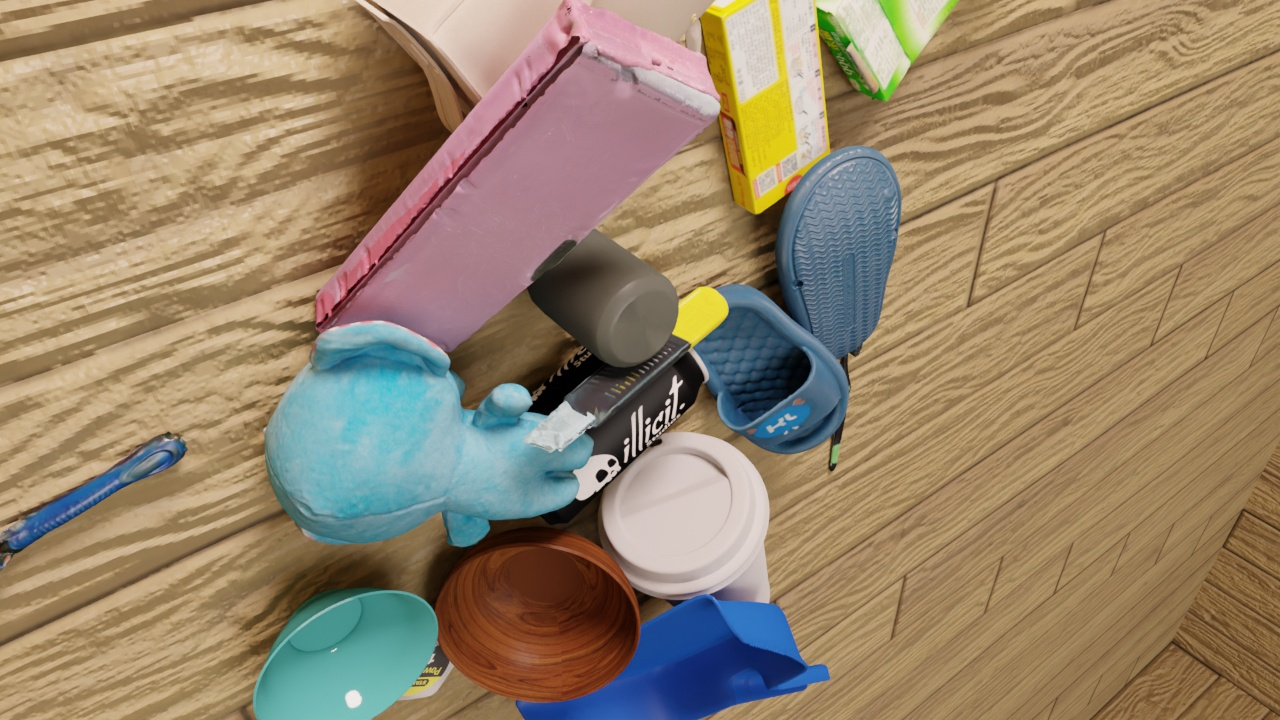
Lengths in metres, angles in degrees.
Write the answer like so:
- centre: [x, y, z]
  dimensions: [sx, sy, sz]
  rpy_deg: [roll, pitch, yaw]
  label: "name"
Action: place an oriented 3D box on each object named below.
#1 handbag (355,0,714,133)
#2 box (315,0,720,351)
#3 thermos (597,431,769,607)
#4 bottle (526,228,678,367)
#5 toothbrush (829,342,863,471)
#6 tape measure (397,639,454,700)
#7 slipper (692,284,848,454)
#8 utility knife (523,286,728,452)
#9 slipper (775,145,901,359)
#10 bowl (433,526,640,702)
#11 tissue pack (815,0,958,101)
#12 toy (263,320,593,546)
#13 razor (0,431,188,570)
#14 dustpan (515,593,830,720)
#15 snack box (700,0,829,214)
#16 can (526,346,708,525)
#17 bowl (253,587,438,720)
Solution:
- centre: [-0.022, -0.180, 0.471]
  dimensions: [0.194, 0.101, 0.198]
  rpy_deg: [-49, 152, -2]
  label: "handbag"
- centre: [-0.069, -0.072, 0.449]
  dimensions: [0.098, 0.041, 0.234]
  rpy_deg: [5, 149, -47]
  label: "box"
- centre: [0.052, 0.159, 0.763]
  dimensions: [0.131, 0.131, 0.222]
  rpy_deg: [-42, 146, -11]
  label: "thermos"
- centre: [-0.030, -0.044, 0.539]
  dimensions: [0.060, 0.108, 0.060]
  rpy_deg: [-23, 132, -29]
  label: "bottle"
- centre: [0.196, 0.042, 0.881]
  dimensions: [0.014, 0.017, 0.188]
  rpy_deg: [-28, 136, -27]
  label: "toothbrush"
- centre: [-0.166, 0.223, 0.683]
  dimensions: [0.064, 0.017, 0.065]
  rpy_deg: [19, 105, -48]
  label: "tape measure"
- centre: [0.102, 0.016, 0.721]
  dimensions: [0.104, 0.059, 0.214]
  rpy_deg: [-28, 135, 15]
  label: "slipper"
- centre: [-0.003, 0.003, 0.547]
  dimensions: [0.197, 0.029, 0.020]
  rpy_deg: [-38, 169, -46]
  label: "utility knife"
- centre: [0.146, -0.075, 0.717]
  dimensions: [0.103, 0.059, 0.214]
  rpy_deg: [-28, 141, -12]
  label: "slipper"
- centre: [-0.073, 0.174, 0.679]
  dimensions: [0.147, 0.068, 0.147]
  rpy_deg: [1, 117, 1]
  label: "bowl"
- centre: [0.166, -0.244, 0.627]
  dimensions: [0.099, 0.034, 0.114]
  rpy_deg: [-55, 139, 1]
  label: "tissue pack"
- centre: [-0.119, 0.044, 0.527]
  dimensions: [0.180, 0.114, 0.184]
  rpy_deg: [4, 130, -21]
  label: "toy"
- centre: [-0.295, 0.081, 0.461]
  dimensions: [0.140, 0.018, 0.044]
  rpy_deg: [-37, 137, -21]
  label: "razor"
- centre: [0.069, 0.261, 0.780]
  dimensions: [0.257, 0.059, 0.246]
  rpy_deg: [9, 142, -43]
  label: "dustpan"
- centre: [0.086, -0.178, 0.611]
  dimensions: [0.075, 0.025, 0.152]
  rpy_deg: [-36, 137, -17]
  label: "snack box"
- centre: [-0.030, 0.037, 0.621]
  dimensions: [0.146, 0.080, 0.080]
  rpy_deg: [-43, 139, -10]
  label: "can"
- centre: [-0.199, 0.186, 0.603]
  dimensions: [0.120, 0.046, 0.121]
  rpy_deg: [-23, 132, -28]
  label: "bowl"
